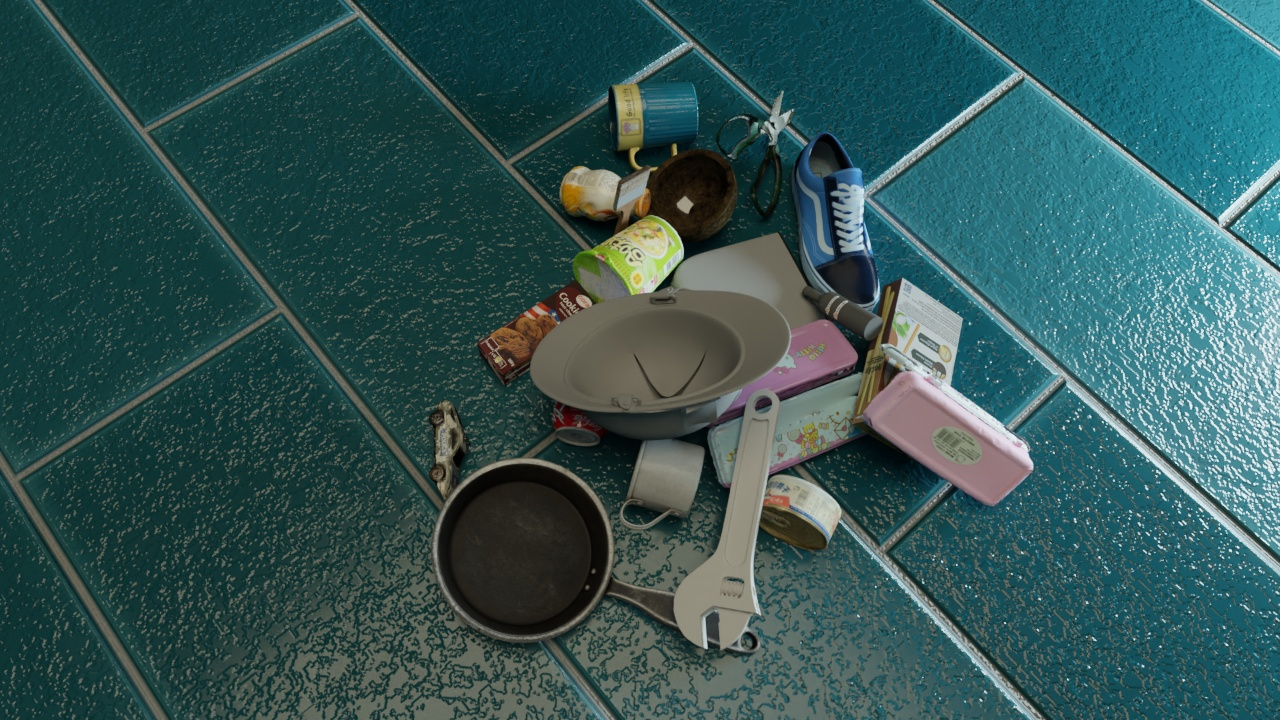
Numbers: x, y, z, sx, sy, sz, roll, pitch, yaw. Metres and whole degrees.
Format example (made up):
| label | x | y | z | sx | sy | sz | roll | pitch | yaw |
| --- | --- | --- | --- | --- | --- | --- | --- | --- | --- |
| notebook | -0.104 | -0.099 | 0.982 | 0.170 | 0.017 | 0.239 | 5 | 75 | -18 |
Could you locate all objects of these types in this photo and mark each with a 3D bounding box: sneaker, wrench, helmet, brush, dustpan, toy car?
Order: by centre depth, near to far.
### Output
| label | x | y | z | sx | sy | sz | roll | pitch | yaw |
| --- | --- | --- | --- | --- | --- | --- | --- | --- | --- |
| wrench | 0.095 | 0.158 | 0.945 | 0.087 | 0.018 | 0.272 | 3 | 69 | 25 |
| helmet | 0.027 | 0.024 | 0.949 | 0.272 | 0.118 | 0.182 | -1 | 42 | 21 |
| toy car | -0.207 | 0.100 | 1.002 | 0.040 | 0.048 | 0.112 | -5 | 67 | -1 |
| brush | -0.019 | -0.173 | 1.086 | 0.045 | 0.143 | 0.008 | -33 | 72 | -26 |
| dustpan | 0.089 | -0.052 | 1.101 | 0.257 | 0.033 | 0.163 | -17 | 68 | -20 |
| sneaker | 0.240 | -0.174 | 1.124 | 0.083 | 0.098 | 0.241 | -7 | 66 | -10 |

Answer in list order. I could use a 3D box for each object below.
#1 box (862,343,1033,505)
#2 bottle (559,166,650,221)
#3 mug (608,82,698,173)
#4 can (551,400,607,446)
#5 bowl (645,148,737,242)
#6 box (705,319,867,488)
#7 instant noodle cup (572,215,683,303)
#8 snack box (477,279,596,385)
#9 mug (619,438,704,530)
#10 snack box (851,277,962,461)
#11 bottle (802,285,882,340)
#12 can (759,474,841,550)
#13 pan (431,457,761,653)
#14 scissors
| label | x | y | z | sx | sy | sz | roll | pitch | yaw |
| --- | --- | --- | --- | --- | --- | --- | --- | --- | --- |
| box | 0.330 | 0.065 | 1.008 | 0.201 | 0.087 | 0.102 | 32 | 24 | -19 |
| bottle | -0.043 | -0.202 | 1.132 | 0.109 | 0.063 | 0.063 | 14 | 64 | 20 |
| mug | 0.017 | -0.302 | 1.190 | 0.107 | 0.083 | 0.113 | -6 | 94 | -9 |
| can | -0.062 | 0.038 | 1.029 | 0.064 | 0.064 | 0.104 | 9 | 65 | 1 |
| bowl | 0.068 | -0.196 | 1.142 | 0.121 | 0.056 | 0.121 | -10 | 65 | 22 |
| box | 0.159 | 0.044 | 1.030 | 0.213 | 0.049 | 0.150 | -19 | 78 | -20 |
| instant noodle cup | -0.009 | -0.115 | 1.092 | 0.099 | 0.099 | 0.107 | 40 | 61 | 14 |
| snack box | -0.117 | -0.033 | 1.077 | 0.140 | 0.032 | 0.051 | -35 | 72 | -17 |
| mug | 0.022 | 0.134 | 0.977 | 0.070 | 0.084 | 0.113 | 15 | 56 | 1 |
| snack box | 0.310 | 0.010 | 1.057 | 0.101 | 0.032 | 0.185 | 29 | 64 | -21 |
| bottle | 0.232 | -0.061 | 1.076 | 0.030 | 0.030 | 0.113 | -34 | 43 | -17 |
| can | 0.166 | 0.162 | 0.973 | 0.086 | 0.086 | 0.043 | 28 | 65 | 9 |
| pan | -0.043 | 0.228 | 0.952 | 0.357 | 0.055 | 0.187 | 25 | 66 | -5 |
| scissors | 0.171 | -0.270 | 1.195 | 0.209 | 0.015 | 0.147 | -43 | 112 | -43 |
